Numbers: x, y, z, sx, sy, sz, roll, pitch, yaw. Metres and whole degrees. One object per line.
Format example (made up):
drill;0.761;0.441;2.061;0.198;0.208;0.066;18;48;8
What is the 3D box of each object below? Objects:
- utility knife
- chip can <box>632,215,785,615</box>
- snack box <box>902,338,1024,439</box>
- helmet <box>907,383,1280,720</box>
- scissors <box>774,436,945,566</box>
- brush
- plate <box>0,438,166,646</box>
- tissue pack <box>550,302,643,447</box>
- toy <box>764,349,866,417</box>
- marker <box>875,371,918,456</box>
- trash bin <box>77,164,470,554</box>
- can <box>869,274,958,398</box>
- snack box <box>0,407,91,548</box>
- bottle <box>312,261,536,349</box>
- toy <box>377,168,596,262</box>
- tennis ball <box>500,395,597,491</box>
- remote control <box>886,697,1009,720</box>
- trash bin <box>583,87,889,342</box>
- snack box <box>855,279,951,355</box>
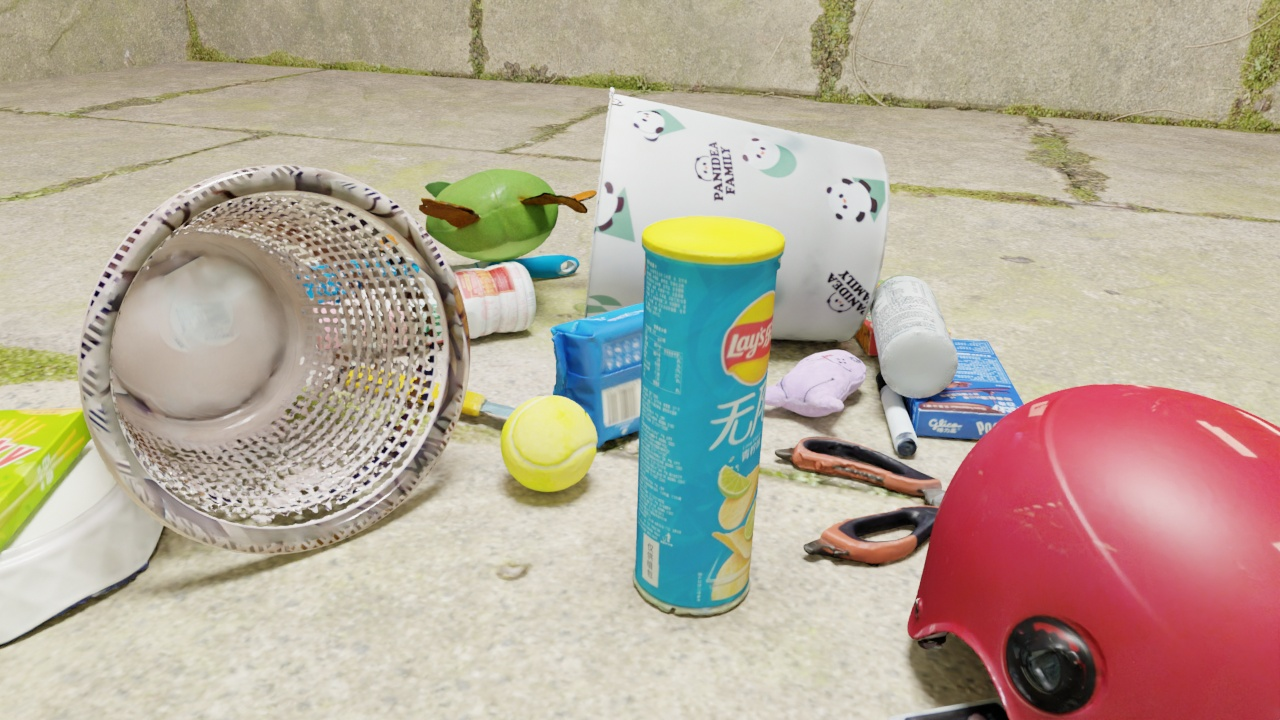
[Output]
utility knife;-0.159;0.031;0.729;0.220;0.015;0.033;11;24;26
chip can;0.033;0.032;0.498;0.071;0.210;0.071;1;24;-1
snack box;0.264;0.020;0.771;0.084;0.026;0.156;3;24;7
helmet;0.250;0.090;0.425;0.206;0.144;0.240;-2;14;-23
scissors;0.193;0.093;0.616;0.225;0.015;0.189;-7;25;-22
brush;-0.204;-0.086;0.956;0.314;0.061;0.109;-3;20;-18
plate;-0.390;0.093;0.536;0.205;0.046;0.204;1;24;0
tissue pack;-0.004;0.004;0.707;0.156;0.095;0.052;-17;24;-37
toy;0.144;0.018;0.754;0.084;0.039;0.107;6;24;32
marker;0.205;0.038;0.733;0.018;0.023;0.130;31;22;-6
trash bin;-0.257;-0.008;0.600;0.226;0.227;0.192;-19;19;-39
can;0.225;-0.024;0.765;0.058;0.058;0.146;5;24;8
snack box;-0.375;0.070;0.499;0.085;0.026;0.156;-1;23;-8
bottle;-0.197;-0.045;0.841;0.196;0.068;0.068;-12;27;-25
toy;-0.149;-0.143;0.908;0.226;0.090;0.247;-12;11;-15
tennis ball;-0.062;0.056;0.619;0.065;0.065;0.065;2;24;-1
remote control;0.187;0.176;0.417;0.150;0.021;0.058;-4;24;-14
trash bin;0.082;-0.123;0.861;0.252;0.230;0.229;6;24;-2
snack box;0.247;-0.046;0.920;0.077;0.027;0.155;0;24;-2
